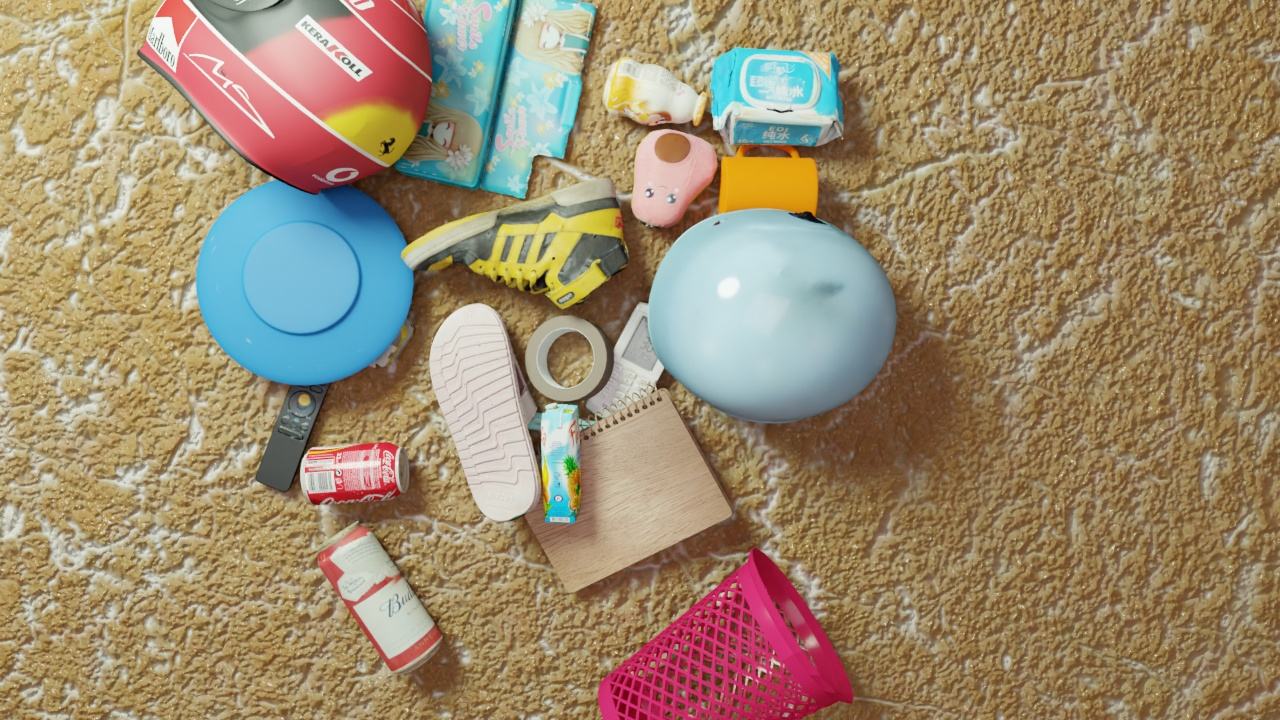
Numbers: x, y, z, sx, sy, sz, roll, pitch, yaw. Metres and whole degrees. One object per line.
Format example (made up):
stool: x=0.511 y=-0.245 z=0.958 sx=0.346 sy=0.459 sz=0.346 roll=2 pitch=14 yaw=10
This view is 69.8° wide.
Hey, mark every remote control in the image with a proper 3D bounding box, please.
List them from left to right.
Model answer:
remote control: x=-0.385 y=0.071 z=1.027 sx=0.041 sy=0.020 sz=0.152 roll=22 pitch=93 yaw=-2
remote control: x=-0.006 y=0.006 z=1.025 sx=0.060 sy=0.025 sz=0.138 roll=27 pitch=93 yaw=-3

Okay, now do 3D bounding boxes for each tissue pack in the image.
tissue pack: x=0.146 y=-0.281 z=0.979 sx=0.144 sy=0.062 sz=0.092 roll=2 pitch=74 yaw=0

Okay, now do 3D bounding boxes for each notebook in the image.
notebook: x=-0.029 y=0.141 z=1.019 sx=0.211 sy=0.022 sz=0.169 roll=-28 pitch=96 yaw=11

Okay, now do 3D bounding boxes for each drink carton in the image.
drink carton: x=-0.085 y=0.109 z=0.986 sx=0.038 sy=0.044 sz=0.129 roll=1 pitch=102 yaw=7

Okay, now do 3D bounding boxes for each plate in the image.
plate: x=-0.355 y=-0.086 z=0.969 sx=0.224 sy=0.024 sz=0.224 roll=0 pitch=87 yaw=-6

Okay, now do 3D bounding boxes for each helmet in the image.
helmet: x=-0.330 y=-0.306 z=0.909 sx=0.271 sy=0.197 sz=0.225 roll=44 pitch=96 yaw=13
helmet: x=0.149 y=-0.034 z=0.935 sx=0.265 sy=0.167 sz=0.226 roll=0 pitch=109 yaw=-17

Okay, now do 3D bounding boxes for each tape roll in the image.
tape roll: x=-0.078 y=-0.001 z=1.008 sx=0.094 sy=0.030 sz=0.093 roll=-1 pitch=86 yaw=15

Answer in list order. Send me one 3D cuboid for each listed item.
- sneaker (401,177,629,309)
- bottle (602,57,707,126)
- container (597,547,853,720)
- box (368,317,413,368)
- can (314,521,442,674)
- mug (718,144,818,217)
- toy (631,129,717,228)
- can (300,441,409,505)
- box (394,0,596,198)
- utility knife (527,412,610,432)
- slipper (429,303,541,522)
sneaker: x=-0.125 y=-0.104 z=0.983 sx=0.238 sy=0.086 sz=0.122 roll=-19 pitch=90 yaw=-3
bottle: x=0.016 y=-0.284 z=0.986 sx=0.109 sy=0.063 sz=0.063 roll=16 pitch=93 yaw=-2
container: x=0.081 y=0.342 z=0.987 sx=0.226 sy=0.183 sz=0.183 roll=-36 pitch=94 yaw=9
box: x=-0.350 y=-0.072 z=1.014 sx=0.210 sy=0.044 sz=0.066 roll=36 pitch=105 yaw=-4
can: x=-0.290 y=0.263 z=1.018 sx=0.067 sy=0.067 sz=0.170 roll=-33 pitch=94 yaw=1
mug: x=0.136 y=-0.195 z=0.996 sx=0.096 sy=0.078 sz=0.112 roll=1 pitch=66 yaw=-1
toy: x=0.032 y=-0.195 z=0.999 sx=0.090 sy=0.051 sz=0.110 roll=18 pitch=94 yaw=-1
can: x=-0.313 y=0.124 z=1.009 sx=0.105 sy=0.064 sz=0.064 roll=-4 pitch=94 yaw=-1
box: x=-0.156 y=-0.298 z=1.000 sx=0.182 sy=0.039 sz=0.227 roll=12 pitch=94 yaw=-2
utility knife: x=-0.073 y=0.074 z=1.036 sx=0.120 sy=0.015 sz=0.022 roll=7 pitch=62 yaw=-3
slipper: x=-0.163 y=0.058 z=1.006 sx=0.094 sy=0.064 sz=0.239 roll=-18 pitch=80 yaw=10
